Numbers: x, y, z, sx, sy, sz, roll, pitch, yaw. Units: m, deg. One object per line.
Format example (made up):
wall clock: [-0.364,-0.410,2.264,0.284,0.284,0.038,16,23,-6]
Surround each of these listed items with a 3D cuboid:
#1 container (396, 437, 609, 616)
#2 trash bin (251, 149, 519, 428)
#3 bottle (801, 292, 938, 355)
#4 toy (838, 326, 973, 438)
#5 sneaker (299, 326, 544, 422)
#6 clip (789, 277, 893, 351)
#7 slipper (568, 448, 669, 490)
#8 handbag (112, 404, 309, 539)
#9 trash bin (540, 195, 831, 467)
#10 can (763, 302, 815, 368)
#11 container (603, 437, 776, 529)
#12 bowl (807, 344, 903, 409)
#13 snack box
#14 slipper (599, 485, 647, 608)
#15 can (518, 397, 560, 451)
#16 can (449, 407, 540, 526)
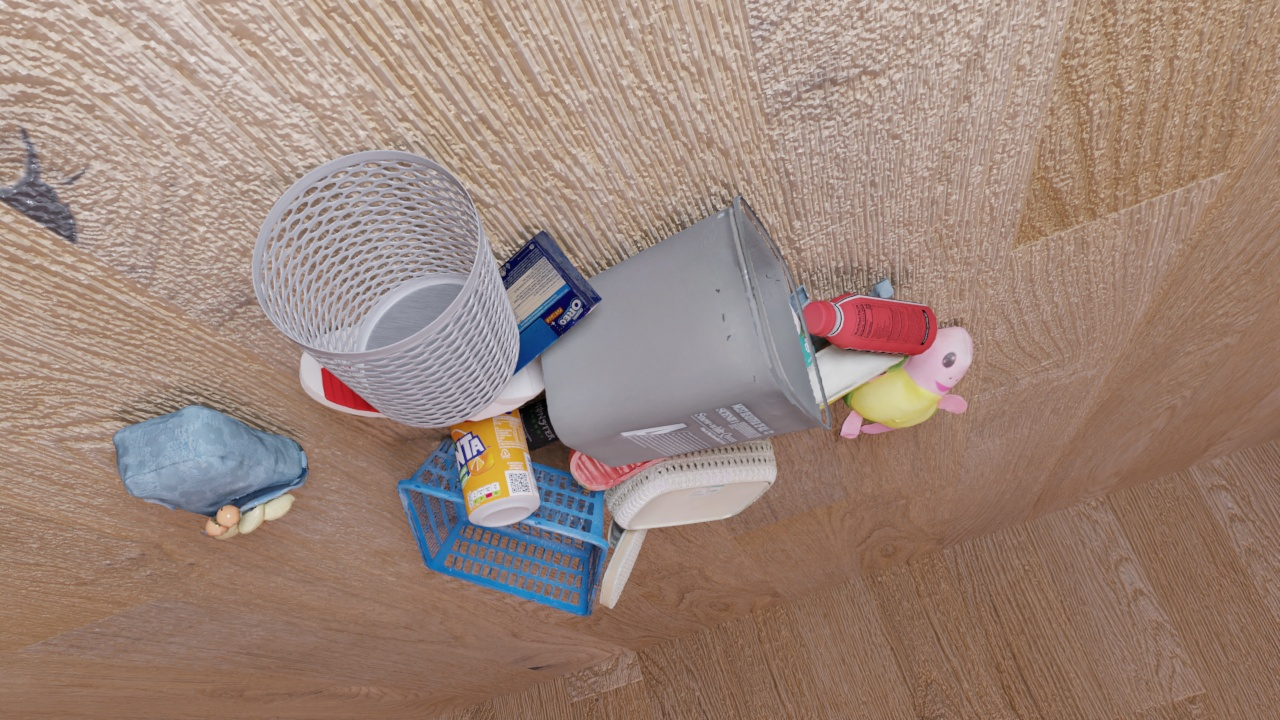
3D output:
container: [-0.166,0.225,1.217,0.257,0.089,0.363,16,151,2]
trash bin: [-0.178,-0.042,0.701,0.156,0.156,0.183,-16,157,-2]
bottle: [0.249,-0.040,1.010,0.176,0.062,0.062,4,148,-36]
toy: [0.365,0.040,1.274,0.190,0.087,0.239,16,138,-19]
sneaker: [-0.217,0.025,0.900,0.236,0.090,0.105,-4,157,-34]
clip: [0.191,-0.048,1.061,0.164,0.030,0.173,9,143,-39]
slipper: [0.026,0.058,1.044,0.249,0.059,0.103,-29,127,-2]
handbag: [-0.419,0.119,0.913,0.122,0.118,0.192,-19,160,3]
trash bin: [0.037,-0.008,0.874,0.220,0.197,0.197,-19,155,19]
can: [0.150,-0.030,1.005,0.055,0.054,0.101,-24,130,15]
container: [0.055,0.124,1.185,0.251,0.143,0.185,-1,145,-31]
bowl: [0.225,0.023,1.126,0.189,0.060,0.219,-32,170,15]
snack box: [-0.111,-0.041,0.824,0.151,0.082,0.027,-35,-172,35]
slipper: [-0.015,0.223,1.262,0.054,0.271,0.115,20,125,4]
can: [-0.083,0.061,1.075,0.138,0.054,0.054,-23,154,12]
can: [-0.163,0.107,1.016,0.079,0.142,0.079,-14,154,-7]
